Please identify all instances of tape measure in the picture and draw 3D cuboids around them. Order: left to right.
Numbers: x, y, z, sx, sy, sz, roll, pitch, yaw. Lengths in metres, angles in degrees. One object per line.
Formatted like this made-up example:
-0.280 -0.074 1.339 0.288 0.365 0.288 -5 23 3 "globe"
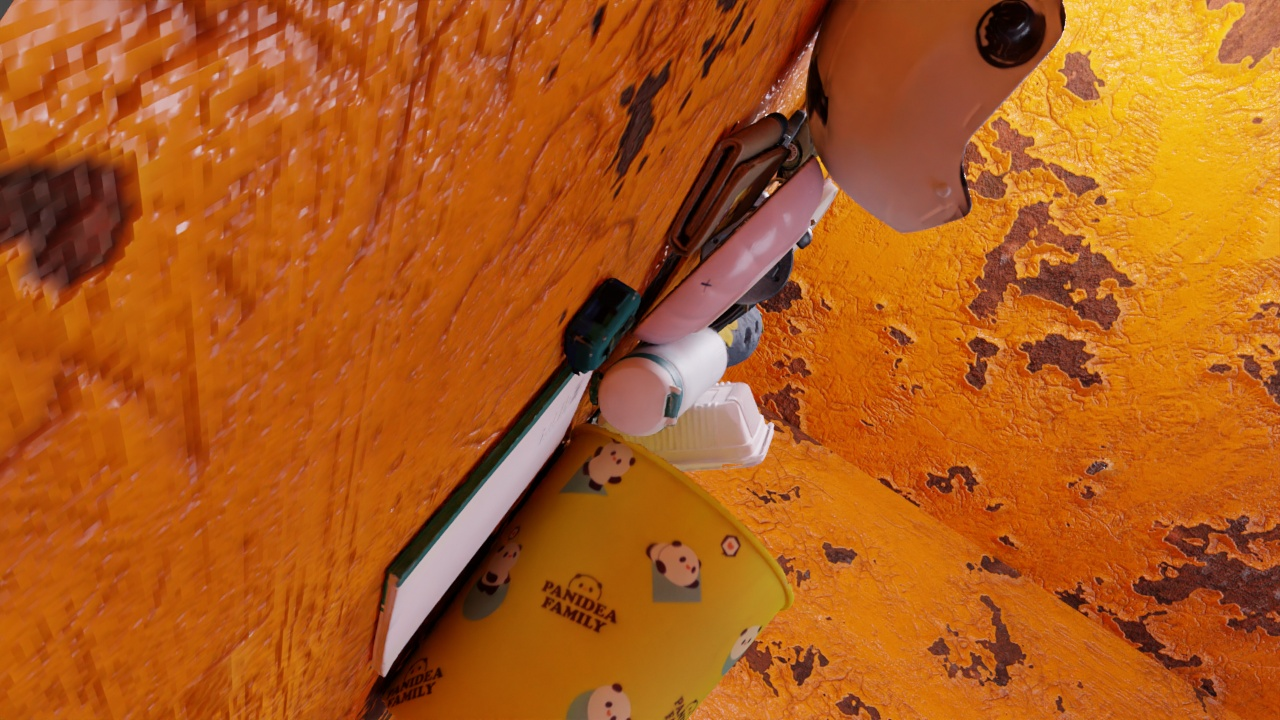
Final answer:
-0.021 -0.019 0.514 0.054 0.025 0.058 -54 175 -18 "tape measure"

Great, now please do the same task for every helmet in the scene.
0.205 -0.229 0.660 0.228 0.146 0.259 -49 161 -63 "helmet"

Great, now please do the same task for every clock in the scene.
0.104 -0.106 0.822 0.122 0.082 0.055 -58 179 21 "clock"

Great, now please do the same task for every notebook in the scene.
-0.089 0.082 0.559 0.208 0.012 0.151 -52 173 -39 "notebook"

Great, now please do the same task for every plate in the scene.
0.073 -0.075 0.704 0.192 0.039 0.192 -44 -178 2 "plate"

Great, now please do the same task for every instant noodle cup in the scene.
0.036 0.062 0.890 0.137 0.174 0.060 -39 122 -72 "instant noodle cup"

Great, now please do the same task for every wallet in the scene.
0.063 -0.123 0.632 0.090 0.033 0.115 -58 171 30 "wallet"

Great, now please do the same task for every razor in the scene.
0.099 -0.056 0.904 0.142 0.022 0.043 -42 166 -5 "razor"

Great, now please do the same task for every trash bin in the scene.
-0.045 0.220 0.721 0.254 0.229 0.230 -49 172 -19 "trash bin"

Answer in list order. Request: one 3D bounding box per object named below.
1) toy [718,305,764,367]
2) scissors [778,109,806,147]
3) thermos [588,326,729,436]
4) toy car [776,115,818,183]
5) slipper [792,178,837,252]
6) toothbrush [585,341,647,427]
0.088 -0.024 1.137 0.138 0.091 0.356 -45 173 4 "toy"
0.121 -0.180 0.904 0.142 0.014 0.173 -56 175 4 "scissors"
0.019 0.013 0.770 0.073 0.073 0.223 -58 172 16 "thermos"
0.184 -0.248 0.928 0.158 0.042 0.070 -62 173 26 "toy car"
0.099 -0.098 0.947 0.274 0.054 0.114 -44 169 -12 "slipper"
-0.005 0.005 0.855 0.180 0.018 0.016 -57 167 -19 "toothbrush"
